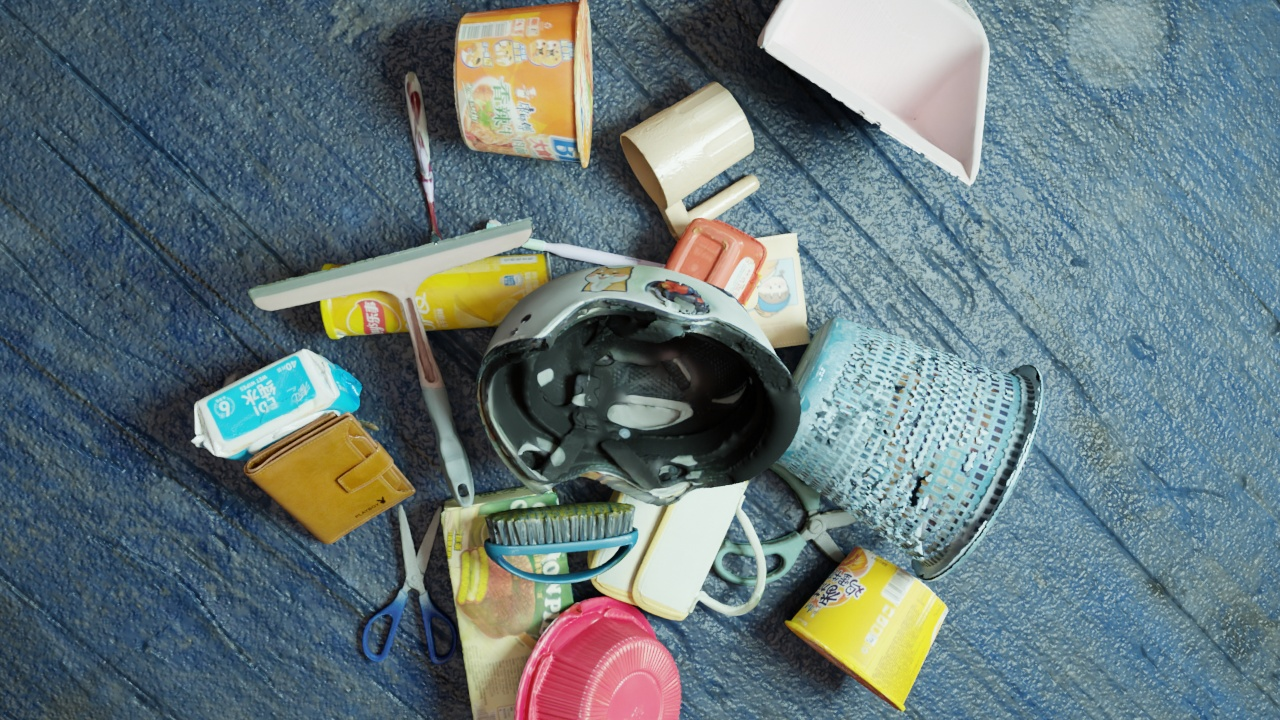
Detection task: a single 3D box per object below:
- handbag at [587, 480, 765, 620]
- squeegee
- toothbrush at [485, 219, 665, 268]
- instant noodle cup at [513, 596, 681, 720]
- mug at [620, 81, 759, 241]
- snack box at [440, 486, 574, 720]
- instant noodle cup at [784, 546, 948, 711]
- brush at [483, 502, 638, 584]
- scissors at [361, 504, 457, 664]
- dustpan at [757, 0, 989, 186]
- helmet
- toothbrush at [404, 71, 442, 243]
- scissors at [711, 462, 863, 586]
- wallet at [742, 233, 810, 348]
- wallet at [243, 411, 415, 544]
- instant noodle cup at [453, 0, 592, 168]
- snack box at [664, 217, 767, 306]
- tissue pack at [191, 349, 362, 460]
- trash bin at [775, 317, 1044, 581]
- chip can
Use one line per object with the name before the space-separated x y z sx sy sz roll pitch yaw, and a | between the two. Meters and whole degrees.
handbag | 0.051 0.179 0.916 0.179 0.063 0.163 24 92 -2
squeegee | -0.192 0.019 0.840 0.247 0.040 0.250 -16 107 -13
toothbrush | -0.061 -0.110 0.914 0.189 0.029 0.021 12 132 -9
instant noodle cup | -0.026 0.327 0.871 0.193 0.066 0.194 2 88 -46
mug | 0.054 -0.193 0.897 0.103 0.084 0.125 -33 121 -5
snack box | -0.122 0.248 0.907 0.114 0.063 0.240 -9 95 -6
instant noodle cup | 0.231 0.262 0.920 0.138 0.138 0.109 39 79 -8
brush | -0.072 0.170 0.849 0.143 0.055 0.073 -3 93 -12
scissors | -0.232 0.231 0.915 0.157 0.012 0.165 -31 99 -2
dustpan | 0.232 -0.306 0.844 0.222 0.272 0.139 29 115 -11
helmet | -0.005 0.005 0.821 0.274 0.156 0.230 -1 132 -1
toothbrush | -0.210 -0.186 0.891 0.016 0.017 0.187 -8 95 -7
scissors | 0.144 0.150 0.955 0.170 0.019 0.180 -14 94 -4
wallet | 0.124 -0.068 0.935 0.087 0.024 0.115 -7 92 -8
wallet | -0.282 0.107 0.862 0.119 0.035 0.131 -28 137 -3
instant noodle cup | -0.104 -0.254 0.840 0.111 0.151 0.151 1 93 1
snack box | 0.069 -0.089 0.886 0.082 0.080 0.091 31 99 20
tissue pack | -0.335 0.046 0.853 0.140 0.090 0.063 -27 82 -5
trash bin | 0.234 0.064 0.877 0.195 0.226 0.226 27 90 5
chip can | -0.190 -0.063 0.875 0.213 0.072 0.072 -5 94 -7
